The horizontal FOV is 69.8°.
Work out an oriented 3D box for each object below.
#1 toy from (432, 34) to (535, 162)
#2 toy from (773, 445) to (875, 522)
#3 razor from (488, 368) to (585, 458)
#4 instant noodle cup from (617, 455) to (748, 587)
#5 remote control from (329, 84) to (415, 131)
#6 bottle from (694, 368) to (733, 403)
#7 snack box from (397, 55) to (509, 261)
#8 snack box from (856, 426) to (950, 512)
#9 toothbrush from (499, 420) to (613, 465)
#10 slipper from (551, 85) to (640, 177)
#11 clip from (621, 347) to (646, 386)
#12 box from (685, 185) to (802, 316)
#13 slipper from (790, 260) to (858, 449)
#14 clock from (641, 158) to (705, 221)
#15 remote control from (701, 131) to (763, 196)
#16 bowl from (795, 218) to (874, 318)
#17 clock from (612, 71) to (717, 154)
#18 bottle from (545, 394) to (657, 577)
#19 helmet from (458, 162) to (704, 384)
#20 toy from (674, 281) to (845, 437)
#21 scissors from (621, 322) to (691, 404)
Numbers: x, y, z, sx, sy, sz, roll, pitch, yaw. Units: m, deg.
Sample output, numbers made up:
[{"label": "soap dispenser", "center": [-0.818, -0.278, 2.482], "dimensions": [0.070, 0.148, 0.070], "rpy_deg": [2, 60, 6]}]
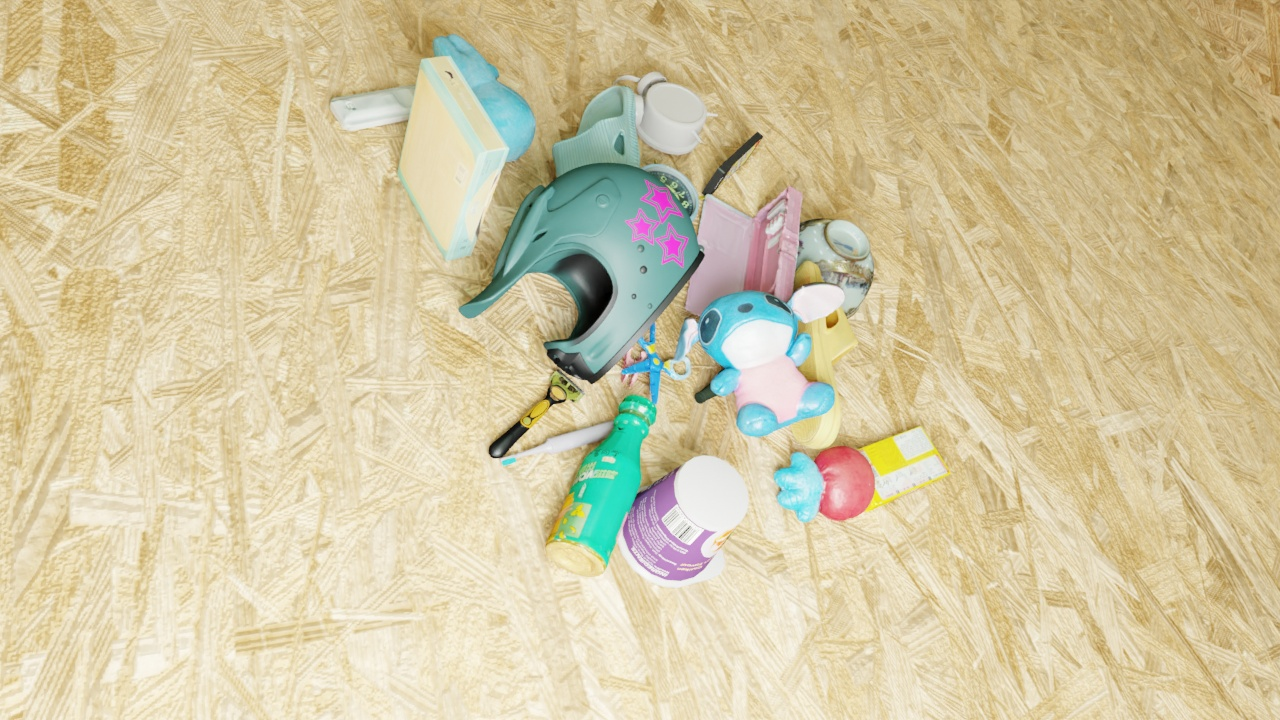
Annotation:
[{"label": "toy", "center": [-0.218, -0.335, 1.199], "dimensions": [0.180, 0.115, 0.183], "rpy_deg": [54, 27, -9]}, {"label": "toy", "center": [0.226, 0.152, 1.122], "dimensions": [0.133, 0.062, 0.092], "rpy_deg": [-4, 68, -11]}, {"label": "razor", "center": [-0.121, 0.064, 1.034], "dimensions": [0.044, 0.021, 0.143], "rpy_deg": [42, 53, 5]}, {"label": "instant noodle cup", "center": [0.058, 0.168, 0.984], "dimensions": [0.137, 0.122, 0.121], "rpy_deg": [31, 50, -4]}, {"label": "remote control", "center": [-0.333, -0.332, 1.191], "dimensions": [0.133, 0.022, 0.050], "rpy_deg": [-24, 71, -36]}, {"label": "bottle", "center": [0.115, 0.024, 1.168], "dimensions": [0.122, 0.033, 0.033], "rpy_deg": [-29, 74, -36]}, {"label": "snack box", "center": [-0.224, -0.229, 1.064], "dimensions": [0.044, 0.194, 0.141], "rpy_deg": [-20, 69, -32]}, {"label": "snack box", "center": [0.333, 0.141, 1.202], "dimensions": [0.152, 0.025, 0.075], "rpy_deg": [-14, 66, -33]}, {"label": "toothbrush", "center": [-0.074, 0.090, 1.039], "dimensions": [0.187, 0.018, 0.019], "rpy_deg": [-14, 68, -33]}, {"label": "slipper", "center": [-0.058, -0.295, 1.247], "dimensions": [0.069, 0.116, 0.275], "rpy_deg": [47, 34, -41]}, {"label": "clip", "center": [-0.014, 0.003, 1.126], "dimensions": [0.045, 0.023, 0.059], "rpy_deg": [38, 49, 7]}, {"label": "box", "center": [0.143, -0.153, 1.262], "dimensions": [0.115, 0.107, 0.232], "rpy_deg": [28, 52, -20]}, {"label": "slipper", "center": [0.236, -0.005, 1.208], "dimensions": [0.078, 0.100, 0.262], "rpy_deg": [12, 58, -21]}, {"label": "clock", "center": [0.016, -0.201, 1.253], "dimensions": [0.118, 0.060, 0.161], "rpy_deg": [34, 54, -4]}, {"label": "remote control", "center": [0.139, -0.294, 1.376], "dimensions": [0.013, 0.058, 0.133], "rpy_deg": [40, 51, 3]}, {"label": "bowl", "center": [0.275, -0.146, 1.321], "dimensions": [0.159, 0.094, 0.159], "rpy_deg": [12, 55, -18]}, {"label": "clock", "center": [0.028, -0.374, 1.379], "dimensions": [0.159, 0.061, 0.119], "rpy_deg": [29, 51, 0]}, {"label": "bottle", "center": [-0.034, 0.128, 0.994], "dimensions": [0.068, 0.068, 0.209], "rpy_deg": [29, 54, -6]}, {"label": "helmet", "center": [-0.068, -0.114, 1.076], "dimensions": [0.200, 0.177, 0.274], "rpy_deg": [42, 72, -10]}, {"label": "toy", "center": [0.158, -0.006, 1.120], "dimensions": [0.224, 0.099, 0.191], "rpy_deg": [-18, 69, -12]}, {"label": "scissors", "center": [0.022, 0.006, 1.132], "dimensions": [0.123, 0.016, 0.125], "rpy_deg": [24, 49, -27]}]
